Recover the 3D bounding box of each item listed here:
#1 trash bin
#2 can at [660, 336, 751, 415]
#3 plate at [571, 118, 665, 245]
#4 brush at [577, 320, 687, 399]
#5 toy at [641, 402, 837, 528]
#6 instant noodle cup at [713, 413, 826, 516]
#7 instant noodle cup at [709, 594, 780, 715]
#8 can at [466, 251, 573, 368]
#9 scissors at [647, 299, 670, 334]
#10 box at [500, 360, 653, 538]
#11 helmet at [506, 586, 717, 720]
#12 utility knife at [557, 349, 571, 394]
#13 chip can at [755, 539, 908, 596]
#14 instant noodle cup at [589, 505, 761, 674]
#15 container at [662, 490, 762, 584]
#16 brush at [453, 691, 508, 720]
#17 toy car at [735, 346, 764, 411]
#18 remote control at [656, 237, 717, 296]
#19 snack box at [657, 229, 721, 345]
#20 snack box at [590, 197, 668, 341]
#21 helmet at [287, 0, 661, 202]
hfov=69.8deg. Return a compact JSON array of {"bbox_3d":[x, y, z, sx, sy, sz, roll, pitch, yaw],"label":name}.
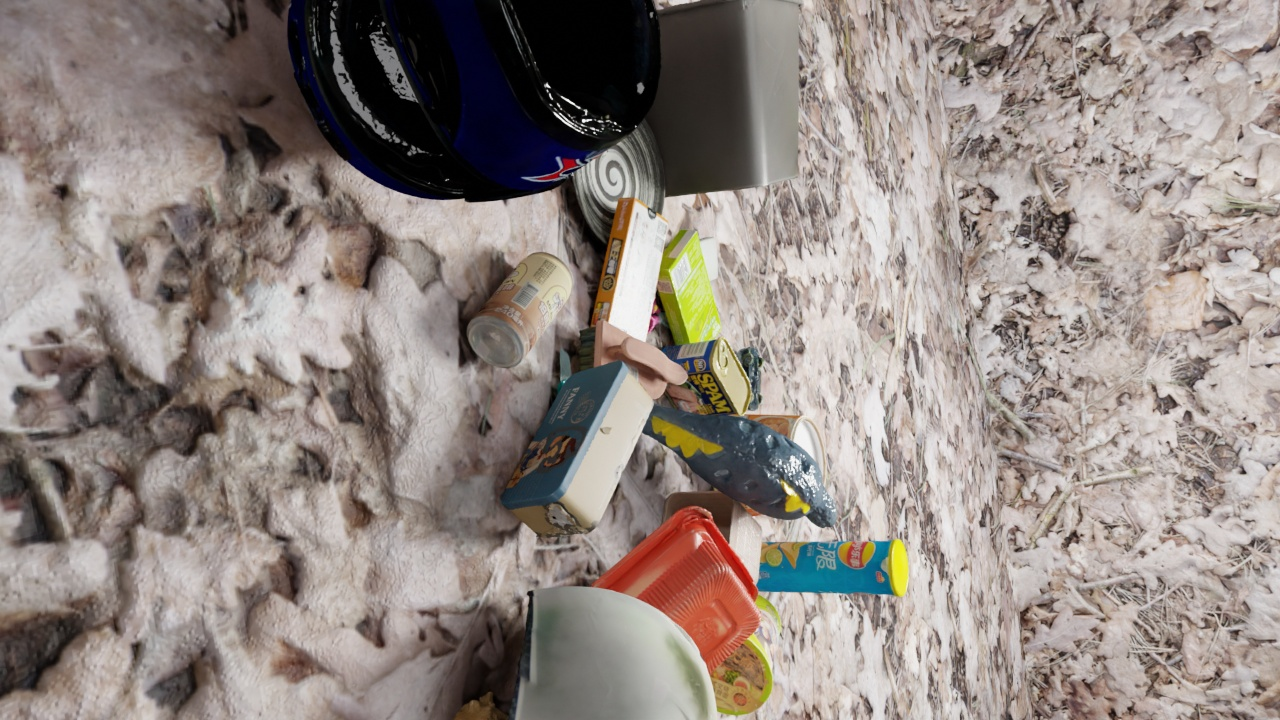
[{"bbox_3d":[0.096,-0.324,1.141,0.198,0.199,0.220,-27,114,-55],"label":"trash bin"},{"bbox_3d":[0.076,0.024,1.116,0.102,0.083,0.057,57,39,-34],"label":"can"},{"bbox_3d":[-0.029,-0.211,1.046,0.179,0.024,0.179,3,87,-56],"label":"plate"},{"bbox_3d":[-0.006,0.006,0.999,0.145,0.073,0.063,27,60,-56],"label":"brush"},{"bbox_3d":[0.130,0.124,1.046,0.356,0.138,0.091,30,75,-30],"label":"toy"},{"bbox_3d":[0.175,0.138,1.227,0.151,0.112,0.151,19,68,-55],"label":"instant noodle cup"},{"bbox_3d":[0.118,0.342,1.103,0.123,0.112,0.112,-35,113,-64],"label":"instant noodle cup"},{"bbox_3d":[-0.110,-0.048,0.853,0.058,0.059,0.116,63,36,-28],"label":"can"},{"bbox_3d":[0.025,-0.044,1.117,0.137,0.017,0.073,35,54,-55],"label":"scissors"},{"bbox_3d":[-0.054,0.079,0.872,0.061,0.090,0.183,47,46,-28],"label":"box"},{"bbox_3d":[-0.010,0.316,0.792,0.229,0.157,0.274,-83,158,-55],"label":"helmet"},{"bbox_3d":[-0.073,0.078,0.929,0.029,0.013,0.182,8,76,-58],"label":"utility knife"},{"bbox_3d":[0.237,0.271,1.202,0.071,0.211,0.071,19,68,-56],"label":"chip can"},{"bbox_3d":[0.047,0.259,0.957,0.164,0.079,0.189,-40,125,-9],"label":"instant noodle cup"},{"bbox_3d":[0.088,0.217,1.093,0.111,0.090,0.090,45,47,-50],"label":"container"},{"bbox_3d":[-0.141,0.387,0.710,0.083,0.046,0.254,57,33,-41],"label":"brush"},{"bbox_3d":[0.151,0.026,1.287,0.043,0.034,0.090,13,74,-60],"label":"toy car"},{"bbox_3d":[0.059,-0.122,1.178,0.149,0.021,0.058,-24,114,-57],"label":"remote control"},{"bbox_3d":[0.060,-0.074,1.136,0.085,0.026,0.156,-58,142,-38],"label":"snack box"},{"bbox_3d":[-0.010,-0.098,1.029,0.075,0.026,0.153,23,76,-53],"label":"snack box"},{"bbox_3d":[-0.134,-0.230,0.671,0.314,0.241,0.247,-59,132,-59],"label":"helmet"}]
